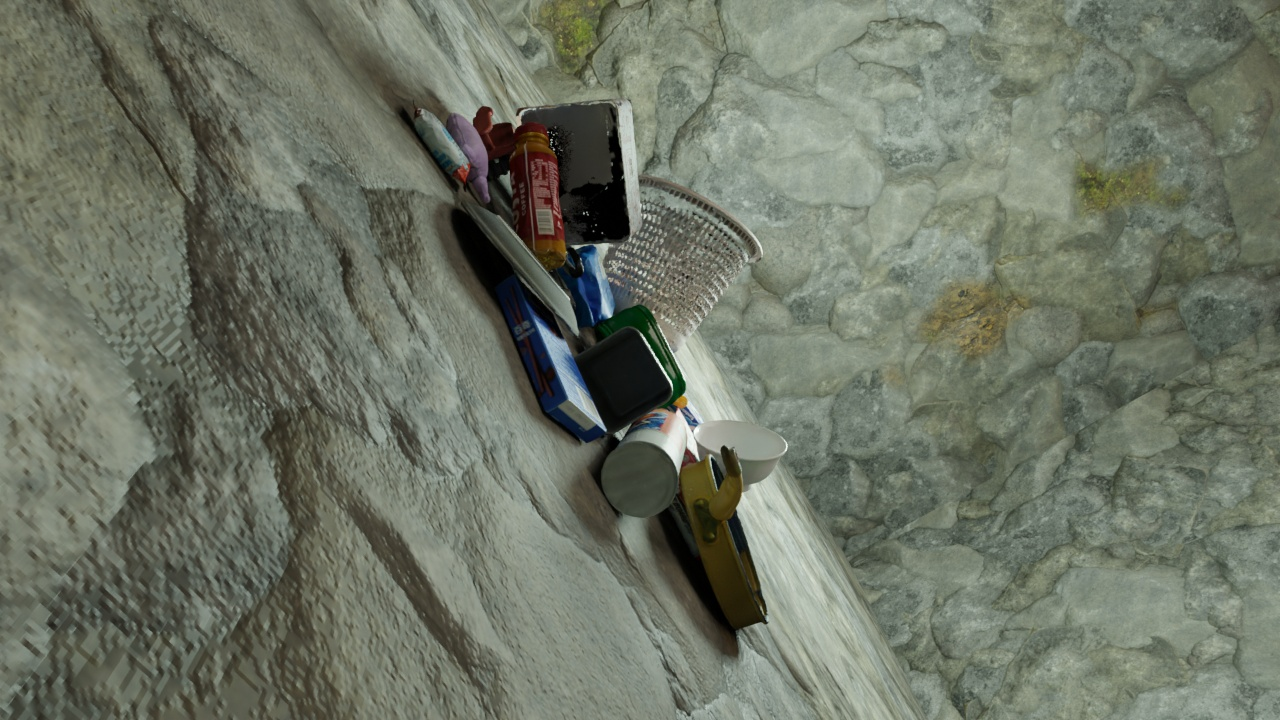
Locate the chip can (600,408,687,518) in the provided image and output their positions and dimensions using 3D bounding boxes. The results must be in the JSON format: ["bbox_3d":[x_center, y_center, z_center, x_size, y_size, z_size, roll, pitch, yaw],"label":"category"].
[{"bbox_3d":[0.010,0.098,0.934,0.071,0.071,0.214,59,8,-2],"label":"chip can"}]

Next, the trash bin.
[{"bbox_3d":[0.033,-0.126,1.323,0.227,0.192,0.227,29,-7,4],"label":"trash bin"}]

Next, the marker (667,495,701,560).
[{"bbox_3d":[0.036,0.162,1.054,0.145,0.017,0.017,61,9,19],"label":"marker"}]

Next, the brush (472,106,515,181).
[{"bbox_3d":[-0.188,-0.281,1.161,0.145,0.063,0.069,-109,179,-62],"label":"brush"}]

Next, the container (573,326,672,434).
[{"bbox_3d":[-0.018,0.019,1.001,0.090,0.090,0.114,59,5,1],"label":"container"}]

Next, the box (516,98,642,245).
[{"bbox_3d":[-0.072,-0.248,1.213,0.192,0.157,0.183,-51,137,-68],"label":"box"}]

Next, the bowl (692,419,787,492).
[{"bbox_3d":[0.121,0.127,1.154,0.118,0.118,0.065,-97,-167,-71],"label":"bowl"}]

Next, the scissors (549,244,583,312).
[{"bbox_3d":[-0.109,-0.129,1.111,0.171,0.014,0.159,-4,-84,63],"label":"scissors"}]

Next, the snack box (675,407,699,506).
[{"bbox_3d":[0.059,0.134,1.197,0.127,0.044,0.113,60,9,-2],"label":"snack box"}]

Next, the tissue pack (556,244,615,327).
[{"bbox_3d":[-0.071,-0.094,1.175,0.157,0.052,0.095,-83,156,-78],"label":"tissue pack"}]

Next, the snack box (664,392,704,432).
[{"bbox_3d":[0.022,0.042,1.267,0.207,0.057,0.058,54,9,-27],"label":"snack box"}]

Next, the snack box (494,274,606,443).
[{"bbox_3d":[-0.086,-0.002,0.873,0.157,0.026,0.084,63,8,32],"label":"snack box"}]

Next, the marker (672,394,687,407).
[{"bbox_3d":[0.012,0.034,1.215,0.123,0.018,0.015,26,13,-23],"label":"marker"}]

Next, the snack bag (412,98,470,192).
[{"bbox_3d":[-0.209,-0.226,0.960,0.104,0.026,0.048,55,2,-23],"label":"snack bag"}]

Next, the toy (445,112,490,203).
[{"bbox_3d":[-0.196,-0.237,1.043,0.084,0.039,0.108,76,-11,-48],"label":"toy"}]

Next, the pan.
[{"bbox_3d":[0.092,0.167,0.966,0.357,0.078,0.197,58,13,-62],"label":"pan"}]

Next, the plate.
[{"bbox_3d":[-0.115,-0.098,0.934,0.179,0.024,0.179,49,-1,1],"label":"plate"}]

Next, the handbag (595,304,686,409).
[{"bbox_3d":[-0.007,0.007,1.124,0.131,0.068,0.120,62,-19,5],"label":"handbag"}]

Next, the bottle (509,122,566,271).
[{"bbox_3d":[-0.121,-0.191,1.062,0.057,0.057,0.174,41,40,-65],"label":"bottle"}]
